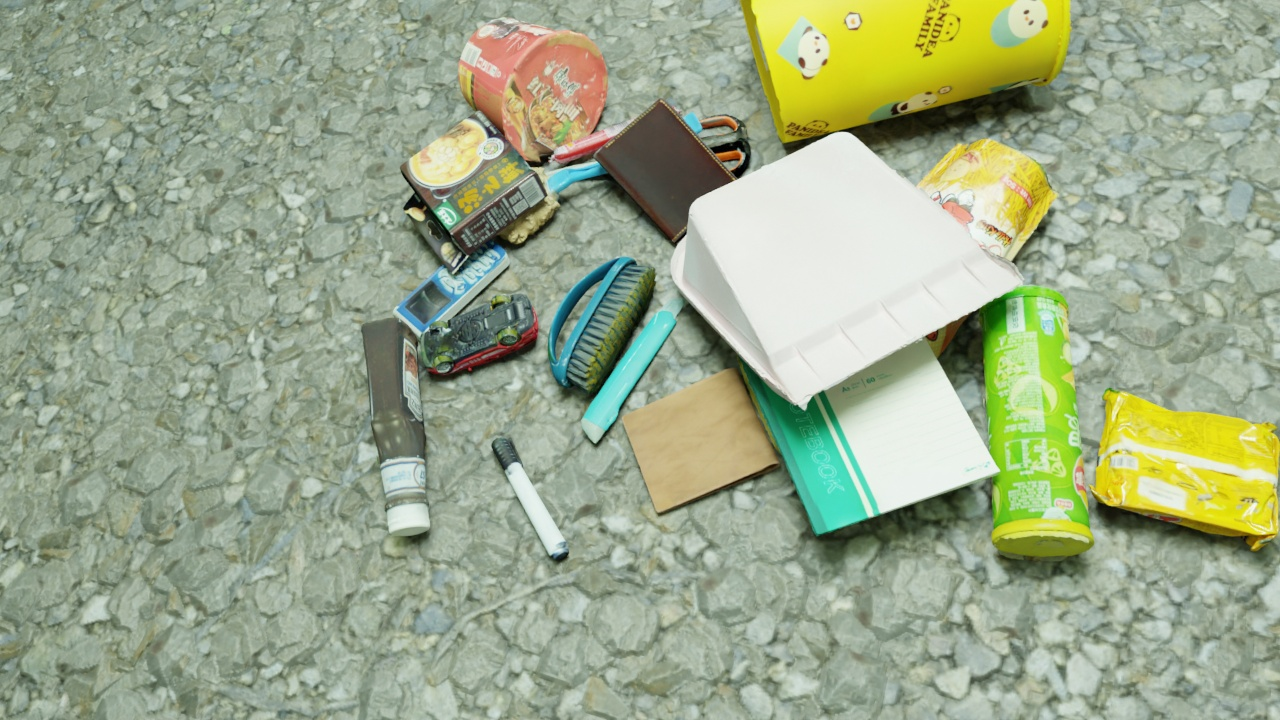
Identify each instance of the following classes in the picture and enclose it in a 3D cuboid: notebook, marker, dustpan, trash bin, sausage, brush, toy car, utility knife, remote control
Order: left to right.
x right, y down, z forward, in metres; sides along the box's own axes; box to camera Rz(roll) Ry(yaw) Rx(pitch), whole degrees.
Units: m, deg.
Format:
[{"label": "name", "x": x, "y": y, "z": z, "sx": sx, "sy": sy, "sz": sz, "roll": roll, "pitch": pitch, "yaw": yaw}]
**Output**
[{"label": "remote control", "x": -0.190, "y": -0.074, "z": 0.930, "sx": 0.049, "sy": 0.024, "sz": 0.124, "roll": 39, "pitch": 75, "yaw": 26}, {"label": "toy car", "x": -0.154, "y": -0.022, "z": 0.883, "sx": 0.121, "sy": 0.045, "sz": 0.052, "roll": -19, "pitch": 59, "yaw": 10}, {"label": "marker", "x": -0.097, "y": 0.120, "z": 0.813, "sx": 0.022, "sy": 0.018, "sz": 0.130, "roll": -27, "pitch": 60, "yaw": -14}, {"label": "brush", "x": -0.056, "y": -0.194, "z": 0.949, "sx": 0.255, "sy": 0.046, "sz": 0.083, "roll": -23, "pitch": 62, "yaw": 1}, {"label": "brush", "x": -0.043, "y": -0.038, "z": 0.863, "sx": 0.073, "sy": 0.055, "sz": 0.143, "roll": 21, "pitch": 69, "yaw": 20}, {"label": "sausage", "x": -0.027, "y": -0.242, "z": 0.984, "sx": 0.155, "sy": 0.020, "sz": 0.020, "roll": -22, "pitch": 60, "yaw": -7}, {"label": "utility knife", "x": -0.005, "y": 0.005, "z": 0.858, "sx": 0.029, "sy": 0.013, "sz": 0.171, "roll": 26, "pitch": 67, "yaw": 20}, {"label": "dustpan", "x": 0.152, "y": -0.079, "z": 0.806, "sx": 0.222, "sy": 0.139, "sz": 0.273, "roll": -24, "pitch": 64, "yaw": -11}, {"label": "notebook", "x": 0.173, "y": 0.025, "z": 0.749, "sx": 0.150, "sy": 0.012, "sz": 0.209, "roll": -19, "pitch": 60, "yaw": -2}, {"label": "trash bin", "x": 0.236, "y": -0.337, "z": 0.879, "sx": 0.255, "sy": 0.230, "sz": 0.229, "roll": -16, "pitch": 60, "yaw": 9}]

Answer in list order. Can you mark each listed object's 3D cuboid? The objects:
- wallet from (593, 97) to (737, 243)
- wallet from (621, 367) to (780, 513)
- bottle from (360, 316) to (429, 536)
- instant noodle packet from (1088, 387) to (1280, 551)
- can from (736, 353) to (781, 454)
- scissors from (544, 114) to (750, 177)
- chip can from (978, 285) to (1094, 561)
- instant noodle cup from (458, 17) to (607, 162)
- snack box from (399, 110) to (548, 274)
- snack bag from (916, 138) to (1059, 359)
[{"label": "wallet", "x": 0.028, "y": -0.191, "z": 0.920, "sx": 0.096, "sy": 0.020, "sz": 0.122, "roll": -42, "pitch": 88, "yaw": -9}, {"label": "wallet", "x": 0.051, "y": 0.070, "z": 0.808, "sx": 0.115, "sy": 0.020, "sz": 0.101, "roll": -22, "pitch": 61, "yaw": 3}, {"label": "bottle", "x": -0.219, "y": 0.061, "z": 0.835, "sx": 0.044, "sy": 0.080, "sz": 0.194, "roll": -12, "pitch": 69, "yaw": 0}, {"label": "instant noodle packet", "x": 0.419, "y": 0.082, "z": 0.711, "sx": 0.128, "sy": 0.044, "sz": 0.110, "roll": 15, "pitch": 60, "yaw": 14}, {"label": "can", "x": 0.140, "y": 0.020, "z": 0.795, "sx": 0.083, "sy": 0.057, "sz": 0.102, "roll": -20, "pitch": 60, "yaw": -2}, {"label": "scissors", "x": 0.002, "y": -0.200, "z": 0.959, "sx": 0.235, "sy": 0.022, "sz": 0.124, "roll": -24, "pitch": 61, "yaw": -2}, {"label": "chip can", "x": 0.314, "y": 0.044, "z": 0.737, "sx": 0.073, "sy": 0.073, "sz": 0.220, "roll": 1, "pitch": 63, "yaw": 12}, {"label": "instant noodle cup", "x": -0.120, "y": -0.297, "z": 0.977, "sx": 0.137, "sy": 0.138, "sz": 0.108, "roll": -44, "pitch": 55, "yaw": -13}, {"label": "snack box", "x": -0.175, "y": -0.171, "z": 0.921, "sx": 0.125, "sy": 0.053, "sz": 0.113, "roll": -38, "pitch": 62, "yaw": -6}, {"label": "snack bag", "x": 0.272, "y": -0.102, "z": 0.837, "sx": 0.128, "sy": 0.073, "sz": 0.207, "roll": 39, "pitch": 83, "yaw": 26}]
